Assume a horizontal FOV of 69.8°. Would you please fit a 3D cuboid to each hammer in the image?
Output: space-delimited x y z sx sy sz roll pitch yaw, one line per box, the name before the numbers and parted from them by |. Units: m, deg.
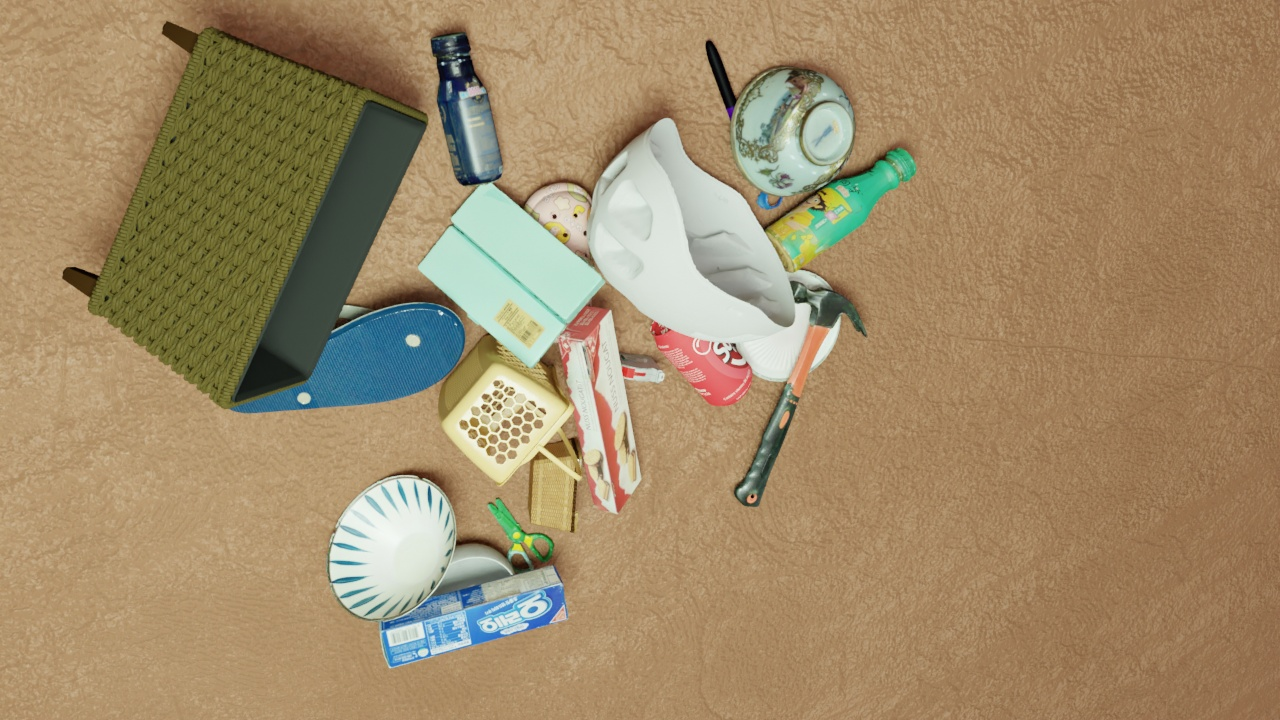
hammer | 0.202 0.058 1.260 0.133 0.033 0.334 12 110 -24

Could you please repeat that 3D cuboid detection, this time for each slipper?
slipper | -0.343 -0.003 1.054 0.295 0.060 0.118 -11 118 0
slipper | -0.094 -0.108 1.085 0.093 0.081 0.197 -3 112 -16

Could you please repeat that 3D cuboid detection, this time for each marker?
marker | 0.107 -0.322 1.109 0.018 0.015 0.134 -20 116 10

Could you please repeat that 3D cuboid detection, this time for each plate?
plate | 0.198 -0.046 1.241 0.156 0.014 0.157 -6 111 -16

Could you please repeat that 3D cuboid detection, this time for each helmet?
helmet | 0.069 -0.132 1.060 0.282 0.223 0.184 21 136 -26

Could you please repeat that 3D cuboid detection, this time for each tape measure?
tape measure | -0.007 0.007 1.166 0.062 0.060 0.020 7 106 -17

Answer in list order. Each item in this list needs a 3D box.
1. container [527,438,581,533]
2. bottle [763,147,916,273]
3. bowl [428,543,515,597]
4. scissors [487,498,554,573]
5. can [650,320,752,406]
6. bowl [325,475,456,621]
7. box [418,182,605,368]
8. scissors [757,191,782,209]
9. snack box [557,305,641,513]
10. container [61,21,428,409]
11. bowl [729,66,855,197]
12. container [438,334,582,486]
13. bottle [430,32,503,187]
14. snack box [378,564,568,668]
container | -0.112 0.162 1.189 0.061 0.063 0.114 1 109 -11
bottle | 0.258 -0.197 1.177 0.209 0.068 0.068 -36 116 -4
bowl | -0.227 0.297 1.195 0.131 0.064 0.132 -6 111 -17
scissors | -0.171 0.235 1.222 0.070 0.014 0.130 -39 117 -2
can | 0.080 -0.007 1.182 0.074 0.074 0.142 -43 116 0
bowl | -0.288 0.235 1.122 0.177 0.177 0.071 -41 147 -1
box | -0.150 -0.099 1.044 0.186 0.033 0.136 40 89 12
scissors | 0.186 -0.247 1.168 0.133 0.015 0.104 -25 112 -14
snack box | -0.046 0.067 1.134 0.076 0.044 0.273 -52 143 -46
container | -0.388 -0.151 0.900 0.205 0.176 0.321 28 99 1
bowl | 0.199 -0.274 1.104 0.159 0.094 0.160 -7 107 -23
container | -0.142 0.069 1.077 0.167 0.183 0.129 40 93 -19
bottle | -0.192 -0.274 1.004 0.056 0.056 0.161 -16 113 -13
snack box | -0.207 0.316 1.140 0.226 0.059 0.059 -13 108 -14
